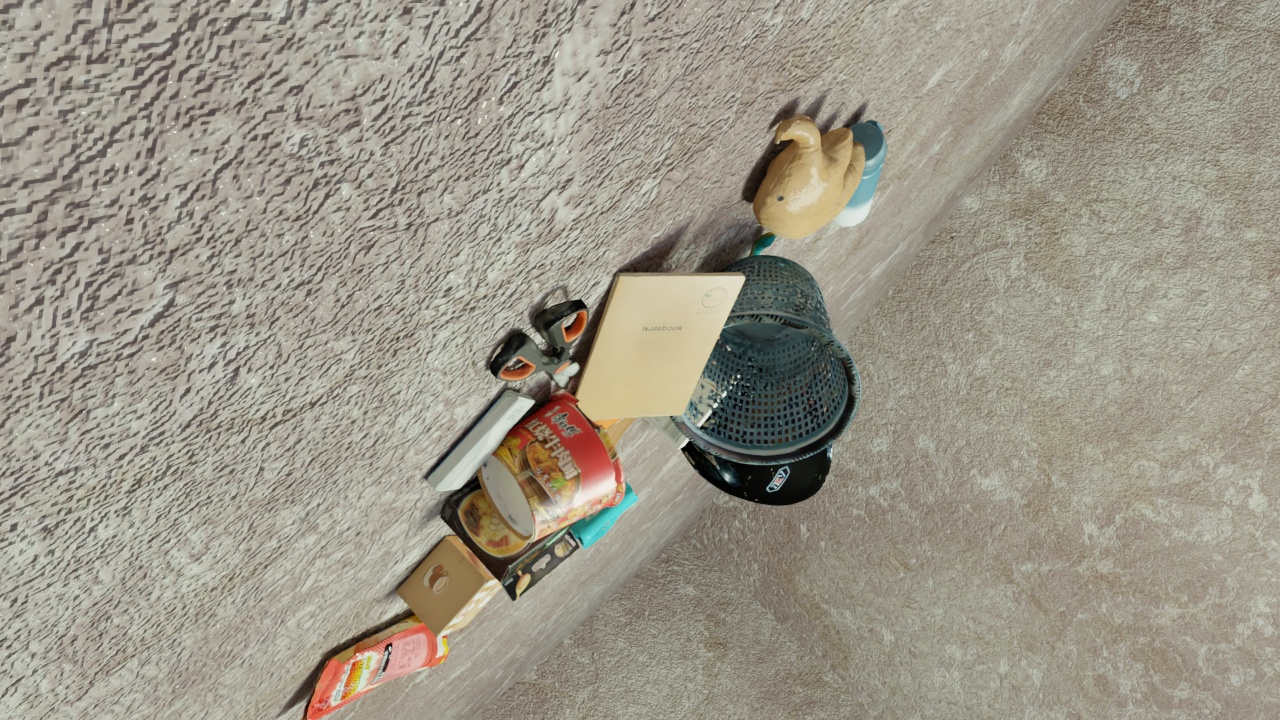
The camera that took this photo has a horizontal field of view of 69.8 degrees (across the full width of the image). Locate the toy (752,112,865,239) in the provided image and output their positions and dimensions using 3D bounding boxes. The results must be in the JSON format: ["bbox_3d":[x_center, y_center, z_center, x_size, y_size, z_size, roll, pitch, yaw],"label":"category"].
[{"bbox_3d":[0.179,-0.199,1.009,0.143,0.082,0.225,-55,162,14],"label":"toy"}]

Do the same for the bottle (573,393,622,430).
[{"bbox_3d":[-0.060,0.062,1.063,0.149,0.067,0.066,-42,167,8],"label":"bottle"}]

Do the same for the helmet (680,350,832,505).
[{"bbox_3d":[0.175,0.106,1.474,0.229,0.274,0.234,4,129,-39],"label":"helmet"}]

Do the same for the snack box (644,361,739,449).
[{"bbox_3d":[0.073,0.052,1.381,0.157,0.084,0.026,-53,164,26],"label":"snack box"}]

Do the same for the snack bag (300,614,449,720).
[{"bbox_3d":[-0.333,0.385,1.162,0.129,0.073,0.207,-56,159,18],"label":"snack bag"}]

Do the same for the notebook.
[{"bbox_3d":[0.013,-0.010,0.974,0.147,0.008,0.208,-3,135,-27],"label":"notebook"}]

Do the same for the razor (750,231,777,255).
[{"bbox_3d":[0.158,-0.139,1.209,0.043,0.028,0.133,-11,159,-11],"label":"razor"}]

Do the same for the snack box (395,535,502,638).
[{"bbox_3d":[-0.225,0.271,1.118,0.093,0.077,0.094,-47,167,2],"label":"snack box"}]

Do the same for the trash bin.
[{"bbox_3d":[0.147,-0.018,1.120,0.227,0.226,0.194,-57,-167,37],"label":"trash bin"}]

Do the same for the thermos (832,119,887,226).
[{"bbox_3d":[0.286,-0.245,1.218,0.070,0.070,0.220,-46,166,-4],"label":"thermos"}]

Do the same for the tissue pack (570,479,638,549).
[{"bbox_3d":[-0.075,0.150,1.109,0.093,0.133,0.050,-39,169,-17],"label":"tissue pack"}]

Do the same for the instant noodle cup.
[{"bbox_3d":[-0.099,0.120,0.967,0.108,0.138,0.138,-29,159,-30],"label":"instant noodle cup"}]

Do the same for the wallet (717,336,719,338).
[{"bbox_3d":[0.094,-0.045,1.287,0.131,0.031,0.108,-35,164,-44],"label":"wallet"}]

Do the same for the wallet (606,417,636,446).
[{"bbox_3d":[-0.041,0.100,1.317,0.115,0.020,0.101,-50,166,3],"label":"wallet"}]

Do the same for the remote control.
[{"bbox_3d":[-0.155,0.079,0.895,0.125,0.024,0.049,-48,167,4],"label":"remote control"}]

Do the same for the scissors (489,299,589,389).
[{"bbox_3d":[-0.095,0.005,0.886,0.160,0.021,0.235,-32,166,-28],"label":"scissors"}]

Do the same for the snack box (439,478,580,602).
[{"bbox_3d":[-0.138,0.181,1.019,0.113,0.125,0.053,-34,162,-41],"label":"snack box"}]
